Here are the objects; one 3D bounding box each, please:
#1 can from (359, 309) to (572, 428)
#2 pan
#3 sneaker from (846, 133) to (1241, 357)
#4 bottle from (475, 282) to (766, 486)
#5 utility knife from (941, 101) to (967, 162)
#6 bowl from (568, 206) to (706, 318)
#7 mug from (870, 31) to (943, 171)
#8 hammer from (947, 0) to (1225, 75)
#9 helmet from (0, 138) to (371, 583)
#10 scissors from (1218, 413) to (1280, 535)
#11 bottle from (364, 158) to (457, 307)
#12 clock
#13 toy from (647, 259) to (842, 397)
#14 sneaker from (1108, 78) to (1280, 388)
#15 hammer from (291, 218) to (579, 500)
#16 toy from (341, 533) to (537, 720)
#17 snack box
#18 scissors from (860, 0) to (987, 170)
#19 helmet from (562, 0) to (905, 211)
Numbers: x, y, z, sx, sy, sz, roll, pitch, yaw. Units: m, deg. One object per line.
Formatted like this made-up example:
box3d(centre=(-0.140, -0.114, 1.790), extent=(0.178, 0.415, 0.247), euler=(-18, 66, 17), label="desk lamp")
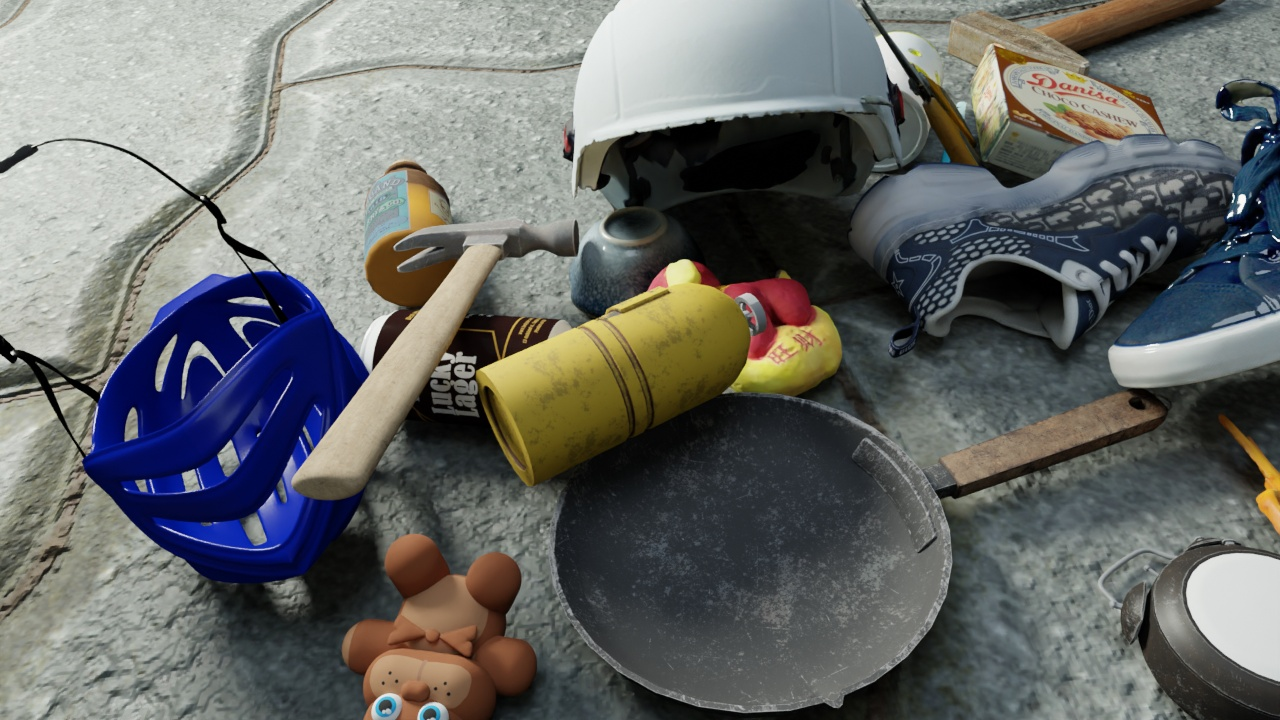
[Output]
box3d(centre=(-0.104, 0.006, 0.579), extent=(0.129, 0.072, 0.071), euler=(4, 42, 13), label="can")
box3d(centre=(0.128, 0.077, 0.493), extent=(0.356, 0.040, 0.207), euler=(-14, 41, -10), label="pan")
box3d(centre=(0.283, -0.064, 0.608), extent=(0.269, 0.103, 0.132), euler=(-6, 55, 1), label="sneaker")
box3d(centre=(-0.003, 0.003, 0.516), extent=(0.163, 0.071, 0.071), euler=(-25, 44, -19), label="bottle")
box3d(centre=(0.273, -0.190, 0.801), extent=(0.022, 0.015, 0.157), euler=(-12, 33, 29), label="utility knife")
box3d(centre=(-0.003, -0.078, 0.677), extent=(0.110, 0.055, 0.110), euler=(-4, 41, 3), label="bowl")
box3d(centre=(0.215, -0.225, 0.796), extent=(0.083, 0.083, 0.105), euler=(10, 45, 18), label="mug")
box3d(centre=(0.483, -0.342, 0.930), extent=(0.300, 0.037, 0.158), euler=(-22, 43, -17), label="hammer")
box3d(centre=(-0.246, -0.001, 0.489), extent=(0.147, 0.228, 0.241), euler=(-36, 42, -7), label="helmet")
box3d(centre=(0.342, 0.074, 0.475), extent=(0.084, 0.012, 0.132), euler=(37, 30, -2), label="scissors")
box3d(centre=(-0.185, -0.113, 0.731), extent=(0.068, 0.068, 0.156), euler=(-12, 41, -6), label="bottle")
box3d(centre=(0.274, 0.122, 0.415), extent=(0.091, 0.044, 0.123), euler=(-26, 44, -21), label="clock")
box3d(centre=(0.069, -0.027, 0.604), extent=(0.137, 0.067, 0.105), euler=(28, 53, 24), label="toy")
box3d(centre=(0.371, -0.093, 0.531), extent=(0.294, 0.127, 0.121), euler=(-33, 6, -14), label="sneaker")
box3d(centre=(-0.116, -0.018, 0.527), extent=(0.119, 0.031, 0.330), euler=(0, 28, 5), label="hammer")
box3d(centre=(-0.099, 0.149, 0.422), extent=(0.095, 0.065, 0.127), euler=(6, 47, 6), label="toy")
box3d(centre=(0.341, -0.184, 0.729), extent=(0.143, 0.041, 0.146), euler=(19, 43, -1), label="snack box")
box3d(centre=(0.216, -0.184, 0.674), extent=(0.016, 0.225, 0.166), euler=(-30, 59, 28), label="scissors")
box3d(centre=(0.062, -0.201, 0.655), extent=(0.237, 0.163, 0.263), euler=(-5, 0, 11), label="helmet")
